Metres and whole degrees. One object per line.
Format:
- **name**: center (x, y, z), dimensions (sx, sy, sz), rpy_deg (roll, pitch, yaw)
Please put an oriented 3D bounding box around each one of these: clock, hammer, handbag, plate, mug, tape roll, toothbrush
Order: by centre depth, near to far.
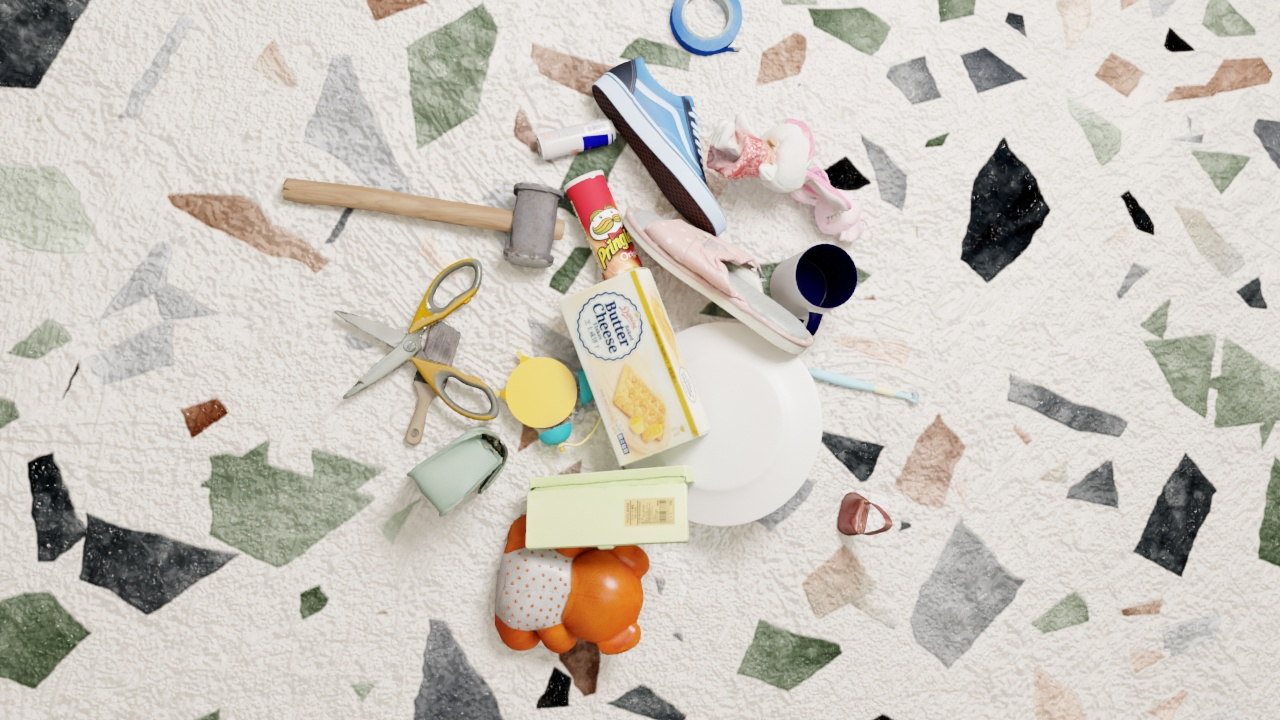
- **handbag**: center (-0.199, 0.121, 1.035), dimensions (0.106, 0.122, 0.067), rpy_deg (-36, 93, -10)
- **plate**: center (0.091, 0.073, 1.082), dimensions (0.243, 0.016, 0.242), rpy_deg (-3, 82, 19)
- **hammer**: center (-0.253, -0.180, 1.086), dimensions (0.328, 0.052, 0.098), rpy_deg (9, 85, -6)
- **clock**: center (-0.106, 0.046, 1.097), dimensions (0.129, 0.044, 0.099), rpy_deg (30, 82, 1)
- **handbag**: center (0.276, 0.191, 1.111), dimensions (0.029, 0.120, 0.055), rpy_deg (14, 84, -9)
- **mug**: center (0.208, -0.080, 1.127), dimensions (0.078, 0.097, 0.112), rpy_deg (11, 85, -9)
- **tape roll**: center (0.084, -0.436, 1.168), dimensions (0.091, 0.016, 0.093), rpy_deg (-4, 87, -10)
- **toothbrush**: center (0.286, 0.031, 1.175), dimensions (0.155, 0.016, 0.022), rpy_deg (13, 52, -9)

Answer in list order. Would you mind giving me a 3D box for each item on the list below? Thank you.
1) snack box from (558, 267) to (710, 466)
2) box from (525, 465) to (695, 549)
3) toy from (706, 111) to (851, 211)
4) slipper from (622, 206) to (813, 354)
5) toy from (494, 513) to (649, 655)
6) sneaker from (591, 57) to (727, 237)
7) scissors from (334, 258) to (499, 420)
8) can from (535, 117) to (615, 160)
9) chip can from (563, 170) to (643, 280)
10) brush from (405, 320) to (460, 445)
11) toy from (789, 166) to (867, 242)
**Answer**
- **snack box**: center (-0.006, 0.006, 1.063), dimensions (0.104, 0.057, 0.208), rpy_deg (-21, 89, 17)
- **box**: center (-0.035, 0.154, 1.038), dimensions (0.188, 0.127, 0.066), rpy_deg (-5, 125, 13)
- **toy**: center (0.159, -0.248, 1.107), dimensions (0.194, 0.084, 0.159), rpy_deg (7, 50, -33)
- **slipper**: center (0.096, -0.107, 1.083), dimensions (0.274, 0.114, 0.055), rpy_deg (38, 113, 10)
- **toy**: center (-0.079, 0.266, 1.070), dimensions (0.172, 0.093, 0.163), rpy_deg (8, 83, 3)
- **sneaker**: center (0.049, -0.269, 1.121), dimensions (0.098, 0.083, 0.241), rpy_deg (-37, 90, -9)
- **scissors**: center (-0.245, -0.014, 1.076), dimensions (0.225, 0.016, 0.230), rpy_deg (-44, 91, -10)
- **can**: center (-0.079, -0.271, 1.123), dimensions (0.095, 0.032, 0.032), rpy_deg (-17, 89, -10)
- **chip can**: center (-0.027, -0.121, 1.114), dimensions (0.051, 0.052, 0.214), rpy_deg (-24, 91, -10)
- **brush**: center (-0.250, 0.027, 1.087), dimensions (0.039, 0.012, 0.151), rpy_deg (17, 82, -7)
- **toy**: center (0.242, -0.198, 1.167), dimensions (0.110, 0.047, 0.063), rpy_deg (42, 70, 0)
